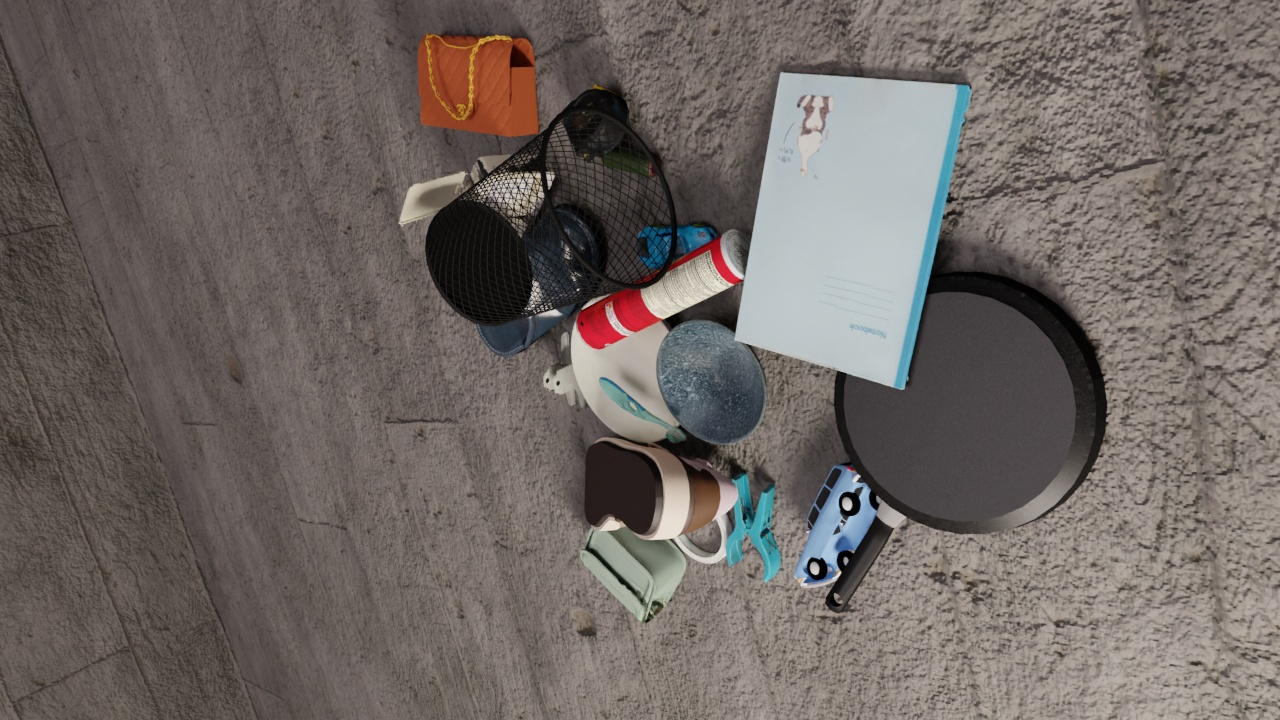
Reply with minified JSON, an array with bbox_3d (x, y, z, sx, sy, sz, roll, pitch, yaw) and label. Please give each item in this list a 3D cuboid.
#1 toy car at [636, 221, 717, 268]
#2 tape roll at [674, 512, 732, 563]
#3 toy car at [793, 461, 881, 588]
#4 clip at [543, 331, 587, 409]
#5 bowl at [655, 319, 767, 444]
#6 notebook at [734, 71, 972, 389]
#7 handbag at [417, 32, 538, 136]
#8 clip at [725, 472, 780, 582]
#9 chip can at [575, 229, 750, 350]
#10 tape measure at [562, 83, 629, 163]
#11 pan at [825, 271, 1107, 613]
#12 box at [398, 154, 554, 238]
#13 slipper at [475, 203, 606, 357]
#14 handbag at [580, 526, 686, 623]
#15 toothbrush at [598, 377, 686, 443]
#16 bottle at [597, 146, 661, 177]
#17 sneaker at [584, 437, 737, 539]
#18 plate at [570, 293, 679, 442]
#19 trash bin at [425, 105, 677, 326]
[{"bbox_3d":[0.036,-0.121,0.975,0.105,0.032,0.048,6,112,41],"label":"toy car"},{"bbox_3d":[0.071,0.199,1.102,0.093,0.013,0.093,21,122,37],"label":"tape roll"},{"bbox_3d":[0.199,0.163,0.920,0.055,0.056,0.154,49,130,44],"label":"toy car"},{"bbox_3d":[-0.088,0.021,1.150,0.052,0.059,0.102,4,113,23],"label":"clip"},{"bbox_3d":[0.087,0.015,0.966,0.137,0.057,0.137,17,119,34],"label":"bowl"},{"bbox_3d":[0.177,-0.119,0.809,0.181,0.009,0.253,18,106,38],"label":"notebook"},{"bbox_3d":[-0.202,-0.331,1.095,0.172,0.060,0.109,18,116,38],"label":"handbag"},{"bbox_3d":[0.114,0.188,1.048,0.120,0.030,0.130,-2,107,50],"label":"clip"},{"bbox_3d":[0.022,-0.069,0.959,0.215,0.051,0.052,-24,90,39],"label":"chip can"},{"bbox_3d":[-0.048,-0.254,0.974,0.072,0.042,0.071,-36,54,32],"label":"tape measure"},{"bbox_3d":[0.245,0.093,0.808,0.225,0.034,0.357,38,117,28],"label":"pan"},{"bbox_3d":[-0.199,-0.172,1.066,0.044,0.184,0.144,63,145,23],"label":"box"},{"bbox_3d":[-0.141,-0.079,1.119,0.109,0.083,0.266,51,131,3],"label":"slipper"},{"bbox_3d":[-0.013,0.262,1.175,0.122,0.067,0.106,40,133,24],"label":"handbag"},{"bbox_3d":[-0.002,0.056,1.053,0.135,0.017,0.022,34,130,28],"label":"toothbrush"},{"bbox_3d":[-0.023,-0.219,0.992,0.106,0.025,0.025,23,123,36],"label":"bottle"},{"bbox_3d":[0.019,0.146,1.073,0.294,0.116,0.111,163,109,-68],"label":"sneaker"},{"bbox_3d":[-0.006,0.006,1.073,0.182,0.034,0.182,20,122,37],"label":"plate"},{"bbox_3d":[-0.102,-0.132,0.945,0.211,0.183,0.184,-18,95,40],"label":"trash bin"}]
